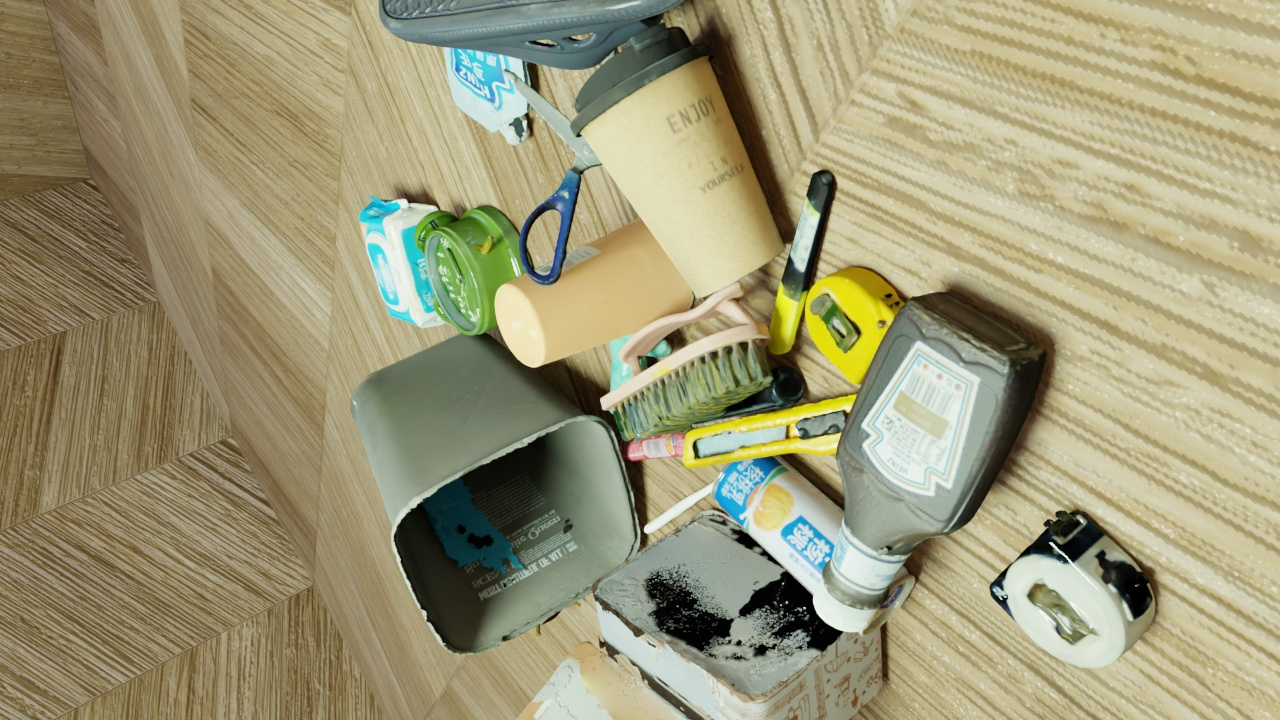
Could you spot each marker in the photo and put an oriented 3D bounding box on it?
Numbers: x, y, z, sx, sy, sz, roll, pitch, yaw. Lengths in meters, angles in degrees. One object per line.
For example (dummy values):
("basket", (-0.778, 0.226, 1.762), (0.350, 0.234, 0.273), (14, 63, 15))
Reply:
("marker", (0.094, -0.055, 0.539), (0.018, 0.015, 0.124), (45, 141, 37))

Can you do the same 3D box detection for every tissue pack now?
("tissue pack", (-0.241, -0.103, 0.953), (0.090, 0.063, 0.140), (17, 126, 51))

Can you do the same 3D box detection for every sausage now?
("sausage", (0.015, 0.069, 0.740), (0.156, 0.020, 0.020), (-15, 99, 59))

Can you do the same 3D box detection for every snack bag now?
("snack bag", (-0.114, -0.256, 0.683), (0.110, 0.038, 0.191), (37, 141, 20))

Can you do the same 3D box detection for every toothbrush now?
("toothbrush", (0.042, 0.116, 0.737), (0.016, 0.016, 0.181), (54, 147, 6))
("toothbrush", (0.044, 0.035, 0.668), (0.027, 0.026, 0.213), (25, 158, -22))

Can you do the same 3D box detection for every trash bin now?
("trash bin", (-0.144, 0.102, 0.828), (0.220, 0.198, 0.199), (42, 152, 48))

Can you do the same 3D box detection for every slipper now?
("slipper", (-0.053, -0.237, 0.564), (0.269, 0.083, 0.110), (10, 84, 38))

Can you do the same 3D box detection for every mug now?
("mug", (-0.033, -0.045, 0.630), (0.078, 0.122, 0.078), (35, 137, 40))

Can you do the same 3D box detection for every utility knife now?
("utility knife", (0.086, 0.048, 0.575), (0.155, 0.015, 0.033), (-16, 83, 38))

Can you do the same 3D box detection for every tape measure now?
("tape measure", (0.117, -0.022, 0.513), (0.057, 0.028, 0.060), (50, 146, 24))
("tape measure", (0.218, 0.117, 0.459), (0.066, 0.033, 0.066), (47, 146, 27))

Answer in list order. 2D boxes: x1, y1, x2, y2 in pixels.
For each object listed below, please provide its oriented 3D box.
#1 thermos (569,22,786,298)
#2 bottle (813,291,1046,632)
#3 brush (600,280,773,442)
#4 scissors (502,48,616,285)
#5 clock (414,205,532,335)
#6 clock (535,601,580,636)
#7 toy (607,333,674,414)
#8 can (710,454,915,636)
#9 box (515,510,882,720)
("thermos", (0.025, -0.113, 0.535), (0.143, 0.092, 0.093), (60, 149, -7))
("bottle", (0.139, 0.064, 0.485), (0.080, 0.043, 0.195), (40, 127, 37))
("brush", (0.031, 0.002, 0.597), (0.146, 0.063, 0.073), (-35, 66, 55))
("scissors", (-0.031, -0.122, 0.592), (0.176, 0.162, 0.012), (34, 172, 1))
("clock", (-0.160, -0.082, 0.855), (0.161, 0.056, 0.116), (19, 126, 50))
("clock", (-0.124, 0.236, 1.007), (0.122, 0.081, 0.055), (45, 150, 25))
("toy", (-0.004, 0.004, 0.701), (0.097, 0.030, 0.092), (10, 108, 56))
("can", (0.110, 0.114, 0.597), (0.134, 0.053, 0.053), (42, 142, 33))
("box", (0.022, 0.231, 0.621), (0.178, 0.271, 0.106), (21, 142, 48))
